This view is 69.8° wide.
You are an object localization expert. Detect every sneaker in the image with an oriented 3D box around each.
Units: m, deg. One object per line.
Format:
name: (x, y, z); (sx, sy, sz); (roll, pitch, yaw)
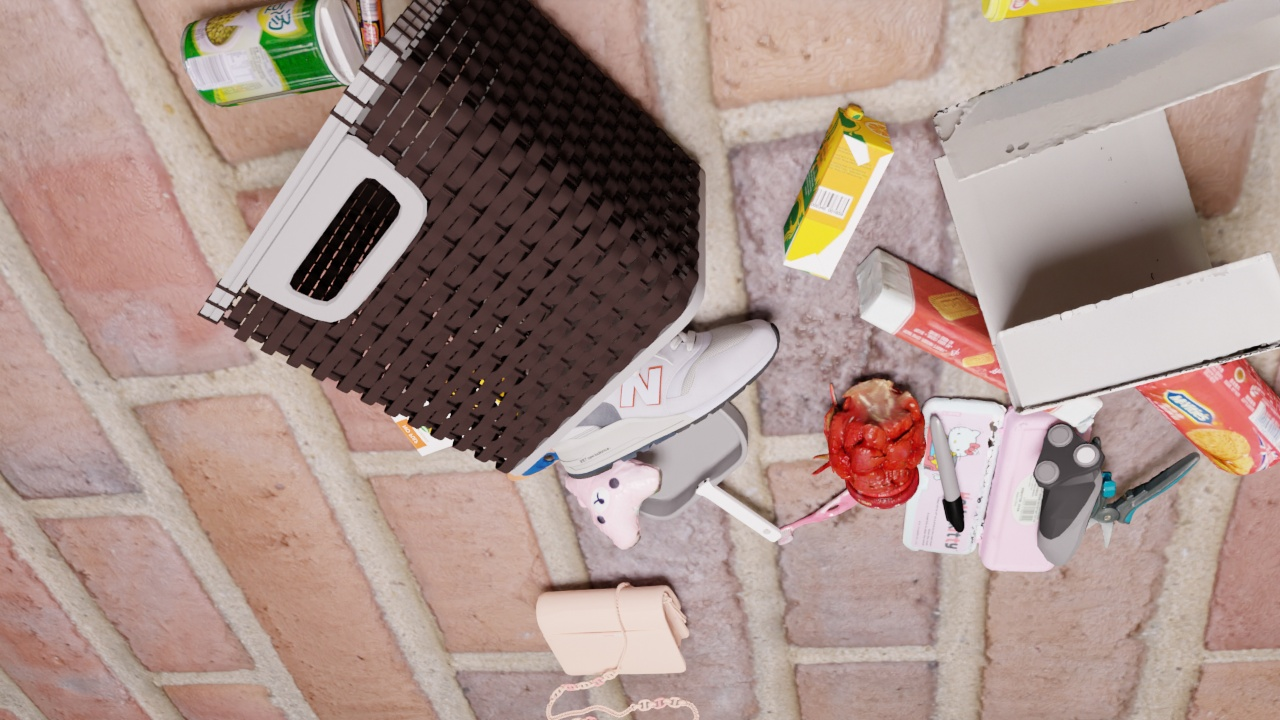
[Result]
sneaker: (-0.005, 0.005, 0.810); (0.240, 0.088, 0.124); (-34, 107, 18)

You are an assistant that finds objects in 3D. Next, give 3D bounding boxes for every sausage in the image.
sausage: (-0.206, -0.298, 0.679); (0.020, 0.020, 0.155); (4, 125, 4)

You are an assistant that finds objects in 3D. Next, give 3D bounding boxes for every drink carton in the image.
drink carton: (-0.182, 0.046, 0.905); (0.123, 0.040, 0.058); (-19, 120, 20)
drink carton: (0.154, -0.133, 0.724); (0.041, 0.058, 0.123); (17, 125, -5)

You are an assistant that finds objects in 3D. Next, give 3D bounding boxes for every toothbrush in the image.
toothbrush: (-0.087, 0.096, 0.929); (0.135, 0.017, 0.021); (-27, 107, 34)
toothbrush: (0.193, 0.155, 0.948); (0.021, 0.016, 0.135); (36, 123, -27)

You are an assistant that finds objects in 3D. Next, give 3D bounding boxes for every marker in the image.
marker: (0.291, 0.110, 0.878); (0.022, 0.016, 0.139); (12, 130, 50)

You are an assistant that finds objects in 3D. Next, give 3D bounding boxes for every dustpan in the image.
dustpan: (0.043, 0.103, 0.921); (0.257, 0.033, 0.164); (36, 122, -17)

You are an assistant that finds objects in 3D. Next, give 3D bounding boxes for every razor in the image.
razor: (0.387, 0.130, 0.838); (0.060, 0.057, 0.156); (-28, 130, -9)

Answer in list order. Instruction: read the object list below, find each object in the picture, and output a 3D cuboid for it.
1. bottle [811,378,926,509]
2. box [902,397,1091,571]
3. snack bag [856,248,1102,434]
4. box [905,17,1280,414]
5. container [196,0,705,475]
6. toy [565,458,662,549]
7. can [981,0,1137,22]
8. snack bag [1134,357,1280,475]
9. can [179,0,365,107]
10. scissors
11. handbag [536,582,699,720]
bottle: (0.212, 0.076, 0.851); (0.099, 0.098, 0.111); (-8, 134, 13)
box: (0.342, 0.125, 0.894); (0.154, 0.041, 0.202); (1, 124, 8)
snack bag: (0.285, -0.018, 0.776); (0.225, 0.077, 0.041); (24, 128, -10)
box: (0.338, -0.117, 0.732); (0.167, 0.444, 0.165); (-18, 132, 19)
container: (-0.115, -0.100, 0.674); (0.243, 0.245, 0.248); (35, 122, -21)
toy: (-0.032, 0.130, 0.911); (0.096, 0.052, 0.099); (27, 114, 14)
can: (0.282, -0.266, 0.608); (0.105, 0.067, 0.068); (-4, 124, 10)
snack bag: (0.492, 0.030, 0.788); (0.176, 0.082, 0.082); (38, 121, -19)
can: (-0.279, -0.236, 0.703); (0.121, 0.067, 0.067); (-6, 124, 12)
scissors: (0.453, 0.121, 0.851); (0.118, 0.019, 0.148); (-11, 125, 18)
handbag: (-0.027, 0.338, 1.001); (0.199, 0.186, 0.117); (-8, 131, 18)
